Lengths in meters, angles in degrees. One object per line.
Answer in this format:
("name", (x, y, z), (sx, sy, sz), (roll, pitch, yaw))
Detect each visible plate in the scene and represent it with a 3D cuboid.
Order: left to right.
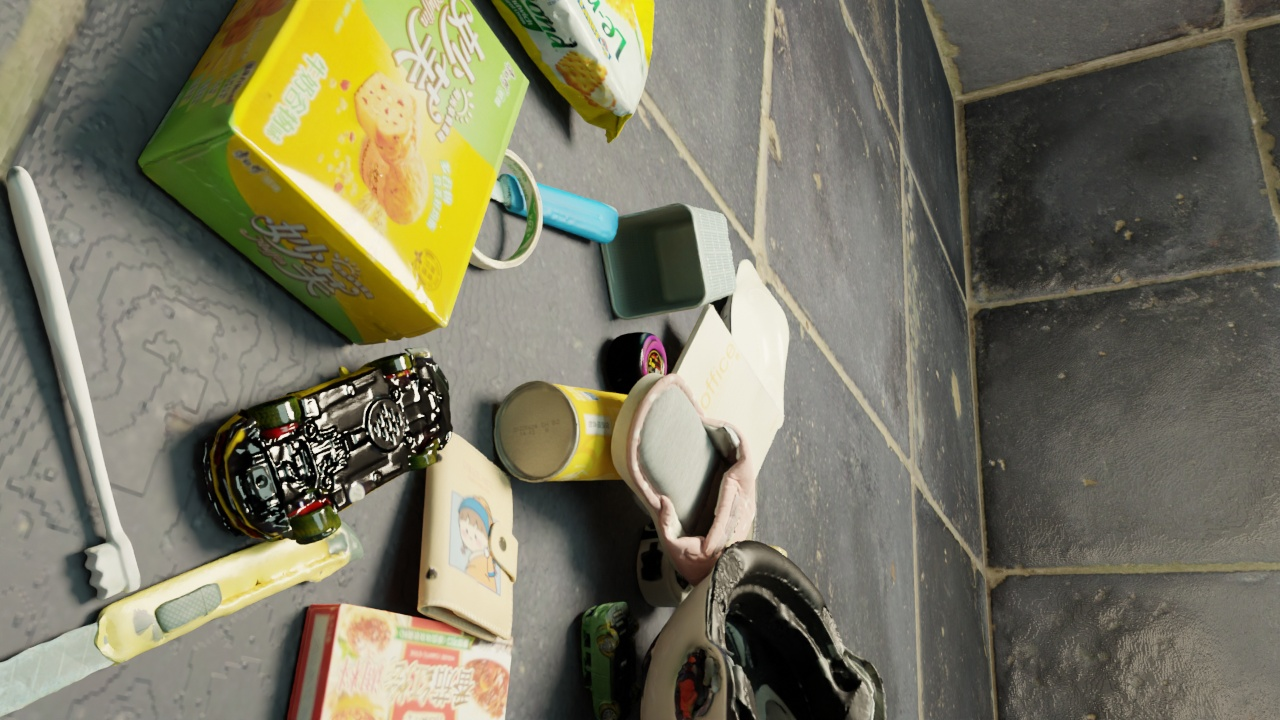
("plate", (0.125, -0.016, 1.046), (0.163, 0.034, 0.164), (45, 45, -49))

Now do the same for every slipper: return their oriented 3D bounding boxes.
("slipper", (0.050, 0.105, 0.722), (0.114, 0.054, 0.274), (-59, 146, -24))

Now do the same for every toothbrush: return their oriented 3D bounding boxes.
("toothbrush", (-0.235, 0.011, 0.375), (0.016, 0.016, 0.180), (-19, 100, -56))

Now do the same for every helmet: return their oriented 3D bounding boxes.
("helmet", (0.087, 0.291, 0.685), (0.229, 0.157, 0.273), (22, 35, -49))

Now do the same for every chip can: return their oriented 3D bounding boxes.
("chip can", (-0.021, 0.059, 0.707), (0.213, 0.072, 0.072), (12, 72, -61))

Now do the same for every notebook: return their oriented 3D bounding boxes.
("notebook", (0.081, 0.061, 0.928), (0.206, 0.010, 0.145), (52, 56, -44))

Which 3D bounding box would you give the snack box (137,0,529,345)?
("snack box", (-0.153, -0.138, 0.512), (0.157, 0.070, 0.209), (49, 42, -45))

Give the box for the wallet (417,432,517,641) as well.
("wallet", (-0.105, 0.110, 0.568), (0.087, 0.024, 0.115), (45, 30, -47))

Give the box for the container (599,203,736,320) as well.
("container", (0.030, -0.090, 0.832), (0.111, 0.090, 0.090), (-18, 98, -66))

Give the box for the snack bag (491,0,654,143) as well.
("snack bag", (-0.066, -0.313, 0.728), (0.246, 0.068, 0.157), (52, 39, -44))

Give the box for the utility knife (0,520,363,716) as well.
("utility knife", (-0.204, 0.111, 0.412), (0.215, 0.022, 0.031), (-17, 92, -58))

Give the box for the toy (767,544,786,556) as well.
("toy", (0.100, 0.218, 0.859), (0.105, 0.066, 0.157), (-28, 78, -30))

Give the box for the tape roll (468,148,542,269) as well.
("tape roll", (-0.102, -0.107, 0.642), (0.085, 0.014, 0.086), (2, 87, -52))

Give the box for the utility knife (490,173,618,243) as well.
("utility knife", (-0.082, -0.122, 0.698), (0.218, 0.018, 0.034), (7, 81, -58))

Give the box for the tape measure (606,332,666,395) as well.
("tape measure", (-0.005, 0.005, 0.789), (0.057, 0.039, 0.058), (6, 82, -62))

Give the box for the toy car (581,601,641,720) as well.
("toy car", (-0.023, 0.229, 0.694), (0.043, 0.036, 0.091), (-4, 89, -65))

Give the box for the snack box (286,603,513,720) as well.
("snack box", (-0.129, 0.185, 0.517), (0.153, 0.025, 0.075), (37, 50, -54))

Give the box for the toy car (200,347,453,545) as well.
("toy car", (-0.156, 0.042, 0.487), (0.155, 0.041, 0.071), (-33, 112, -58))

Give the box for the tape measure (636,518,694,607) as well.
("tape measure", (0.024, 0.181, 0.800), (0.066, 0.034, 0.065), (56, 35, -37))
